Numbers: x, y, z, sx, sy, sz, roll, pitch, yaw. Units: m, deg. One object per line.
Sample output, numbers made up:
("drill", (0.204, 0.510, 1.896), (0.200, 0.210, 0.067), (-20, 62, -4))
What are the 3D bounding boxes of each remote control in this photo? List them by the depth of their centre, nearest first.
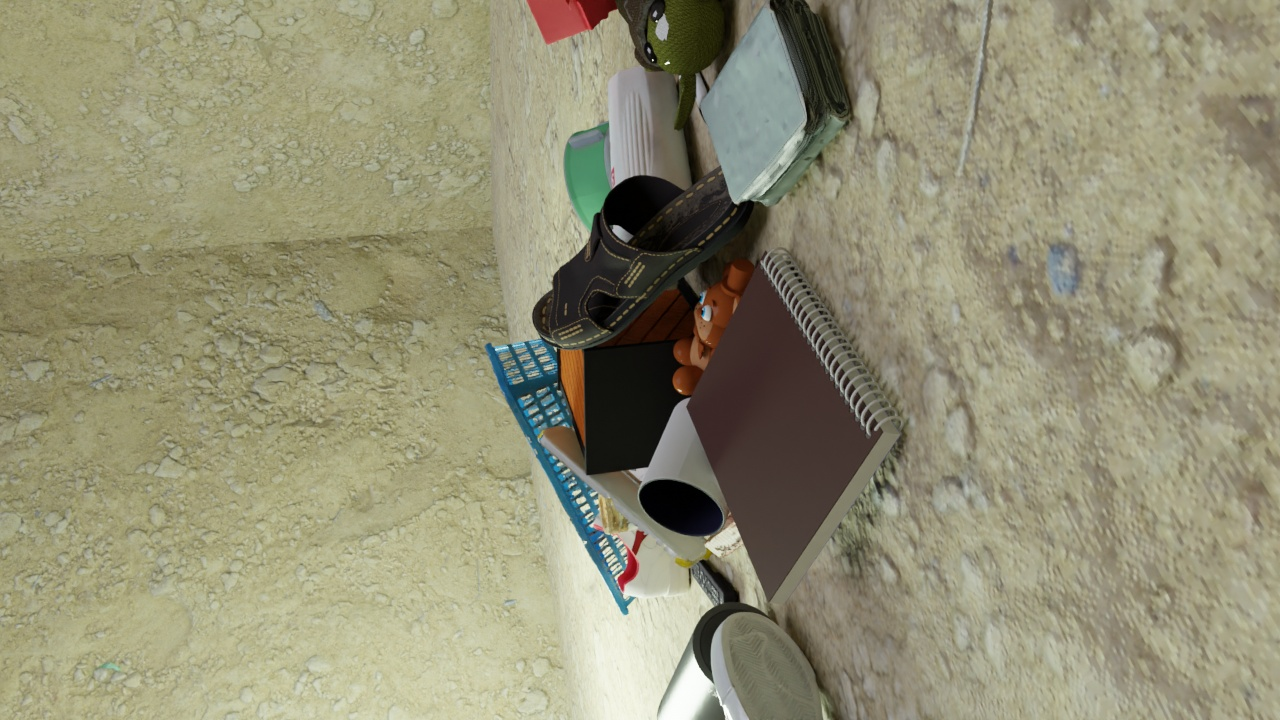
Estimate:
("remote control", (0.077, 0.240, 0.991), (0.136, 0.015, 0.032), (-149, 54, -77))

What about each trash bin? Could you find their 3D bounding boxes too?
("trash bin", (-0.006, 0.006, 0.963), (0.171, 0.139, 0.140), (-117, 24, -58))

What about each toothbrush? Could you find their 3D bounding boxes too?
("toothbrush", (0.045, -0.280, 0.882), (0.016, 0.017, 0.188), (100, 160, -50))

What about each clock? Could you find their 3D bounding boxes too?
("clock", (-0.026, -0.182, 1.022), (0.121, 0.075, 0.162), (-48, -57, -56))

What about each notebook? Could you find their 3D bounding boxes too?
("notebook", (0.100, 0.039, 0.672), (0.209, 0.022, 0.172), (-111, 37, -49))

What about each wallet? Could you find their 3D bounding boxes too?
("wallet", (0.094, -0.178, 0.644), (0.132, 0.054, 0.100), (129, 125, -70))

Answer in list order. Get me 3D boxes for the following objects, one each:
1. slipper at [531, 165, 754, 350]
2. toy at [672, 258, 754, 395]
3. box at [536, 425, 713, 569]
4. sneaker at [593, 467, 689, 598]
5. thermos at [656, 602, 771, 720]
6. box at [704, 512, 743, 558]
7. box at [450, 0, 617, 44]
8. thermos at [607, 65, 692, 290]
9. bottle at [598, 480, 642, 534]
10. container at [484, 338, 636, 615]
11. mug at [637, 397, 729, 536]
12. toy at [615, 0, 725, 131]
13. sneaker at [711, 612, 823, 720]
("slipper", (-0.014, -0.097, 0.810), (0.269, 0.075, 0.112), (-32, 36, 34))
("toy", (0.067, -0.031, 0.804), (0.094, 0.065, 0.128), (-98, 15, -48))
("box", (-0.012, 0.141, 0.969), (0.209, 0.036, 0.129), (40, -172, 17))
("sneaker", (-0.007, 0.177, 1.131), (0.090, 0.104, 0.236), (-168, 72, -77))
("thermos", (0.072, 0.322, 0.902), (0.241, 0.082, 0.082), (101, 159, -53))
("box", (0.099, 0.120, 0.786), (0.042, 0.082, 0.187), (36, 155, 4))
("box", (-0.062, -0.409, 0.886), (0.165, 0.153, 0.214), (-62, 0, 39))
("thermos", (0.012, -0.182, 0.927), (0.099, 0.099, 0.220), (124, 143, -71))
("bottle", (0.008, 0.166, 1.058), (0.056, 0.105, 0.056), (173, 91, -78))
("container", (-0.085, 0.138, 1.263), (0.362, 0.089, 0.257), (65, 173, -19))
("mug", (0.062, 0.088, 0.796), (0.112, 0.078, 0.096), (-24, 29, 42))
("toy", (0.025, -0.314, 0.816), (0.180, 0.078, 0.152), (100, 159, -44))
("sneaker", (0.107, 0.314, 0.714), (0.242, 0.089, 0.091), (-116, 38, -47))
